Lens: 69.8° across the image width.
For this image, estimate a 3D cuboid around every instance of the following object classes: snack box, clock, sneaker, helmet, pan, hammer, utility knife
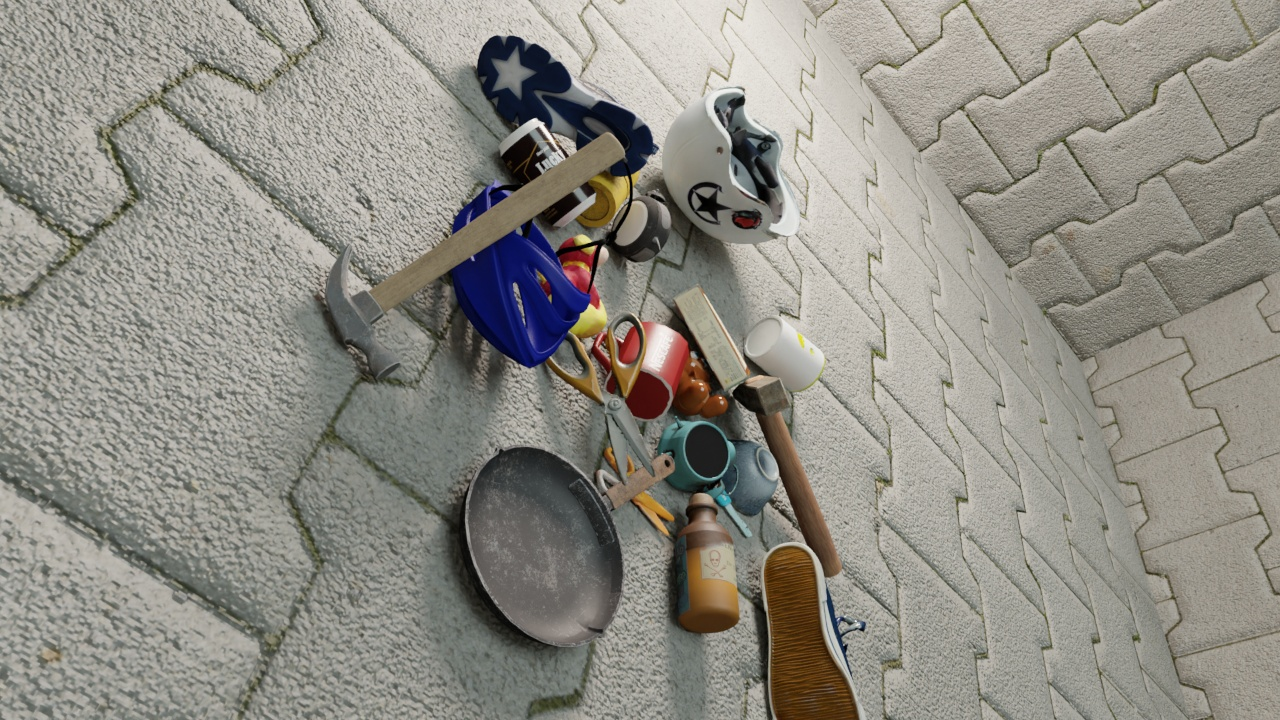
[{"bbox_3d":[0.101,-0.032,1.282,0.143,0.041,0.147,60,7,2],"label":"snack box"},{"bbox_3d":[0.078,0.125,1.145,0.124,0.053,0.089,34,61,-22],"label":"clock"},{"bbox_3d":[0.221,0.377,1.122,0.127,0.121,0.294,56,21,-49],"label":"sneaker"},{"bbox_3d":[-0.095,-0.120,0.968,0.147,0.228,0.241,40,21,-50],"label":"helmet"},{"bbox_3d":[-0.059,0.164,0.956,0.355,0.040,0.207,-23,82,-58],"label":"pan"},{"bbox_3d":[0.212,0.164,1.283,0.158,0.037,0.301,-172,-121,-82],"label":"hammer"},{"bbox_3d":[-0.003,-0.188,1.273,0.043,0.091,0.122,24,52,-42],"label":"clock"},{"bbox_3d":[0.100,0.167,1.190,0.022,0.015,0.158,-44,102,-33],"label":"utility knife"},{"bbox_3d":[-0.094,-0.351,1.257,0.269,0.103,0.132,32,21,0],"label":"sneaker"},{"bbox_3d":[0.137,-0.292,1.484,0.264,0.164,0.235,46,38,-31],"label":"helmet"},{"bbox_3d":[-0.151,-0.123,0.880,0.119,0.330,0.031,53,-12,4],"label":"hammer"}]

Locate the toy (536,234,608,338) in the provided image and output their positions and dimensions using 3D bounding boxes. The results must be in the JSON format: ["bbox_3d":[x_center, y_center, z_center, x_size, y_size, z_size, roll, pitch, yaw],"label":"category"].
[{"bbox_3d":[-0.084,-0.092,1.124,0.105,0.067,0.137,24,58,-38],"label":"toy"}]

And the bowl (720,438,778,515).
[{"bbox_3d":[0.150,0.149,1.237,0.110,0.055,0.110,34,40,-35],"label":"bowl"}]

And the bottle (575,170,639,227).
[{"bbox_3d":[-0.045,-0.253,1.294,0.071,0.071,0.163,48,34,-16],"label":"bottle"}]

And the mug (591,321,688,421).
[{"bbox_3d":[-0.007,0.007,1.128,0.116,0.081,0.096,23,38,0],"label":"mug"}]

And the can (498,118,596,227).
[{"bbox_3d":[-0.119,-0.239,1.178,0.128,0.072,0.071,53,33,-8],"label":"can"}]

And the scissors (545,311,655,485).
[{"bbox_3d":[-0.045,0.038,1.032,0.166,0.016,0.224,0,58,-6],"label":"scissors"}]

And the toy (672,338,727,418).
[{"bbox_3d":[0.070,0.020,1.230,0.095,0.065,0.127,41,30,-41],"label":"toy"}]

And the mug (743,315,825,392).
[{"bbox_3d":[0.227,-0.010,1.447,0.106,0.083,0.082,36,39,-30],"label":"mug"}]

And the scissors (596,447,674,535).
[{"bbox_3d":[-0.006,0.162,1.055,0.133,0.012,0.083,52,34,-8],"label":"scissors"}]

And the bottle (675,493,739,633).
[{"bbox_3d":[0.074,0.228,1.057,0.068,0.068,0.156,32,41,-35],"label":"bottle"}]
